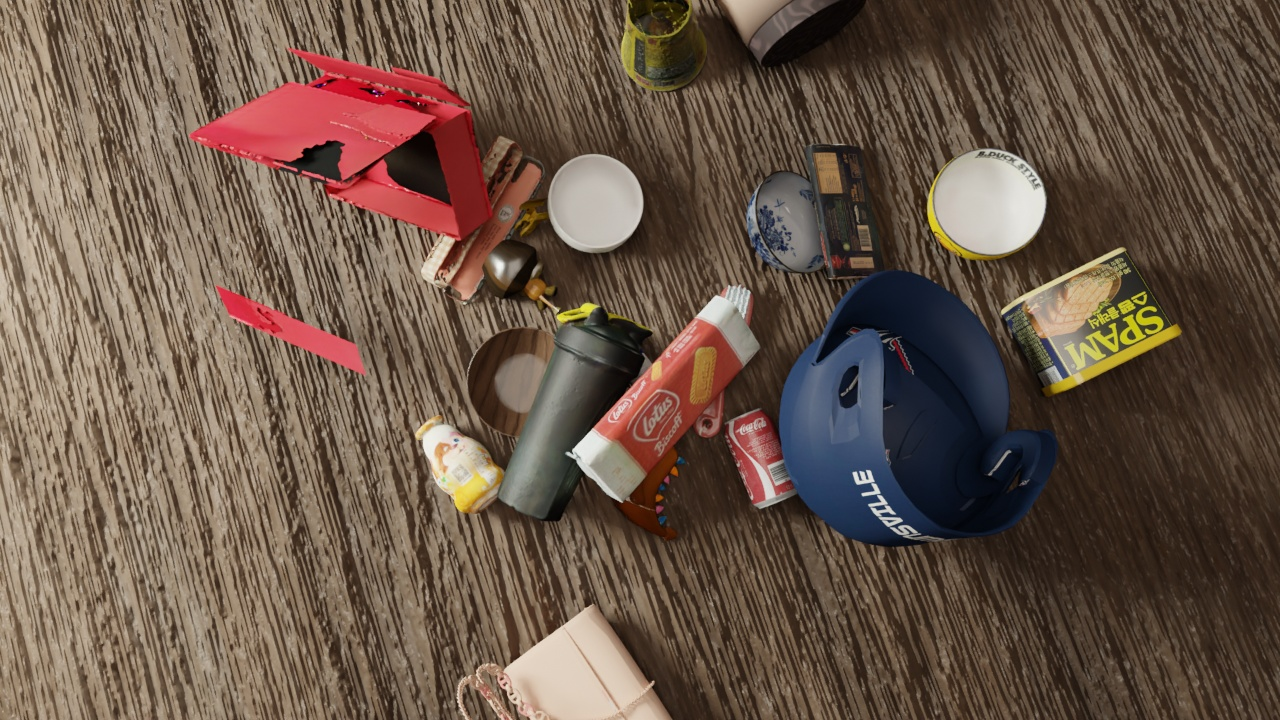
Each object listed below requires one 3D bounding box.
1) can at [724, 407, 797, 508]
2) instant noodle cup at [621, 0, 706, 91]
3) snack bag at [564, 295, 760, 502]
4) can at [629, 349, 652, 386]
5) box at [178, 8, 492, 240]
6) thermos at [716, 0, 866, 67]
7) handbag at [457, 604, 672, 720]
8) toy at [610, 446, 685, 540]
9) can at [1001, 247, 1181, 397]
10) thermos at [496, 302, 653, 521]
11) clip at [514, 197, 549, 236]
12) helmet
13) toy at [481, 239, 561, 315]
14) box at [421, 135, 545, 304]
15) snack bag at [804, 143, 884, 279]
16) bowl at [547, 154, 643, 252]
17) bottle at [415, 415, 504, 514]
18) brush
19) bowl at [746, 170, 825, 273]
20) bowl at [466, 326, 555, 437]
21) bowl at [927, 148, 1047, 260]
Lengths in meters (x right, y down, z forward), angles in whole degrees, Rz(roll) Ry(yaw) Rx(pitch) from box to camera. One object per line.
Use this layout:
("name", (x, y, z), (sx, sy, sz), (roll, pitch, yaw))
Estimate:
("can", (0.127, 0.103, 0.968), (0.054, 0.054, 0.096), (-23, 82, 0))
("instant noodle cup", (0.022, -0.363, 1.008), (0.102, 0.108, 0.102), (0, 85, 4))
("snack bag", (0.028, 0.038, 0.927), (0.225, 0.077, 0.041), (-48, 38, -13))
("can", (-0.006, 0.006, 0.999), (0.032, 0.032, 0.095), (-37, 82, -2))
("box", (-0.296, -0.275, 0.850), (0.212, 0.410, 0.107), (21, 72, 26))
("thermos", (0.132, -0.451, 0.991), (0.172, 0.173, 0.226), (-28, 88, -1))
("handbag", (-0.052, 0.345, 0.878), (0.116, 0.187, 0.198), (-37, 77, 5))
("toy", (0.018, 0.137, 0.980), (0.103, 0.071, 0.090), (45, 73, -15))
("can", (0.465, -0.040, 0.957), (0.135, 0.075, 0.104), (-26, 79, 0))
("thermos", (-0.072, 0.051, 0.940), (0.098, 0.098, 0.221), (25, 91, 6))
("clip", (-0.121, -0.162, 1.025), (0.049, 0.054, 0.045), (-4, 103, 26))
("helmet", (0.248, 0.046, 0.888), (0.232, 0.223, 0.271), (27, 74, -17))
("toy", (-0.126, -0.087, 1.009), (0.100, 0.062, 0.076), (39, 123, 0))
("box", (-0.175, -0.156, 1.021), (0.078, 0.054, 0.187), (30, 86, -25))
("snack bag", (0.223, -0.163, 0.999), (0.074, 0.018, 0.155), (-4, 80, -28))
("bowl", (-0.052, -0.168, 1.009), (0.105, 0.054, 0.104), (2, 81, -10))
("bottle", (-0.193, 0.109, 0.981), (0.063, 0.063, 0.109), (-39, 82, -2))
("brush", (0.089, -0.001, 0.996), (0.041, 0.030, 0.172), (13, 84, 5))
("bowl", (0.154, -0.143, 0.992), (0.114, 0.045, 0.114), (8, 74, -32))
("bowl", (-0.127, 0.024, 1.000), (0.119, 0.032, 0.119), (0, 87, -3))
("bowl", (0.363, -0.160, 0.981), (0.117, 0.067, 0.117), (0, 83, 4))
